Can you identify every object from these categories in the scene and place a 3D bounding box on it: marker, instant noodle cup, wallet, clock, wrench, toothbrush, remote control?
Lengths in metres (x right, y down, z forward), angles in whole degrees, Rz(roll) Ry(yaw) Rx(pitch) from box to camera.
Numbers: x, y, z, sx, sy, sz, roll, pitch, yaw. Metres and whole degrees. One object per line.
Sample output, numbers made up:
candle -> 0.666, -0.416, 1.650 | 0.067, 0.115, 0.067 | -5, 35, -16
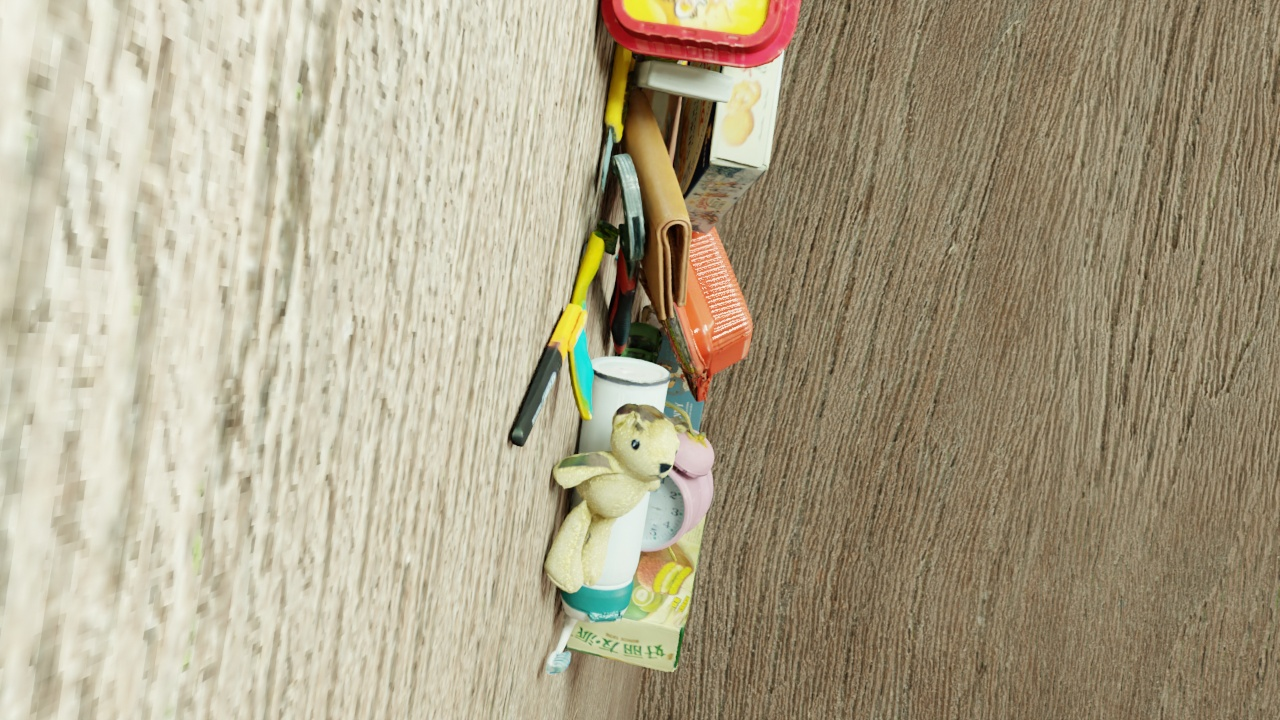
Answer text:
marker -> -0.054, 0.006, 0.548 | 0.123, 0.015, 0.018 | -71, 165, -48
instant noodle cup -> 0.051, -0.055, 0.877 | 0.189, 0.079, 0.164 | 78, -8, -76
wallet -> 0.008, -0.110, 0.656 | 0.108, 0.031, 0.131 | 90, -12, -56
clock -> 0.010, 0.107, 0.867 | 0.059, 0.117, 0.159 | -40, 144, -63
wrench -> -0.014, -0.064, 0.702 | 0.274, 0.016, 0.056 | 97, -20, -68
toothbrush -> -0.054, 0.211, 0.847 | 0.220, 0.026, 0.027 | -68, 140, -65
instant noodle cup -> 0.044, -0.241, 0.567 | 0.123, 0.116, 0.116 | -56, 155, -74
remote control -> 0.026, -0.193, 0.633 | 0.135, 0.056, 0.019 | -107, -152, -73

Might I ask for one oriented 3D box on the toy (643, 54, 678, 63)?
toy -> 0.016, -0.259, 0.698 | 0.100, 0.031, 0.096 | 78, 22, -64

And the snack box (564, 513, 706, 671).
snack box -> 0.003, 0.216, 0.974 | 0.239, 0.114, 0.063 | -68, 168, -64

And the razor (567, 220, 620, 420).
razor -> -0.034, -0.025, 0.611 | 0.043, 0.028, 0.132 | 125, -28, -74

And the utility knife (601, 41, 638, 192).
utility knife -> -0.008, -0.207, 0.623 | 0.033, 0.015, 0.190 | -11, 111, -81

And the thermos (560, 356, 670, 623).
thermos -> -0.026, 0.112, 0.767 | 0.073, 0.073, 0.224 | -60, 159, -74

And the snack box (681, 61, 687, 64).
snack box -> 0.068, -0.259, 0.959 | 0.081, 0.080, 0.091 | -72, 169, -59

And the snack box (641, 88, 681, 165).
snack box -> 0.018, -0.205, 0.827 | 0.157, 0.026, 0.084 | -2, 101, -84

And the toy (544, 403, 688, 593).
toy -> -0.022, 0.103, 0.682 | 0.066, 0.105, 0.157 | 46, -66, 46

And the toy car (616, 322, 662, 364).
toy car -> -0.005, 0.005, 0.884 | 0.036, 0.043, 0.091 | 81, 19, -72

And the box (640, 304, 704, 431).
box -> 0.034, 0.021, 1.076 | 0.063, 0.090, 0.185 | -83, 177, -46

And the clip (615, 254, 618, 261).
clip -> -0.011, -0.099, 0.797 | 0.055, 0.013, 0.034 | -45, 145, -81

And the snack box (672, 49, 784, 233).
snack box -> 0.067, -0.211, 0.732 | 0.183, 0.046, 0.177 | 143, -44, -78
